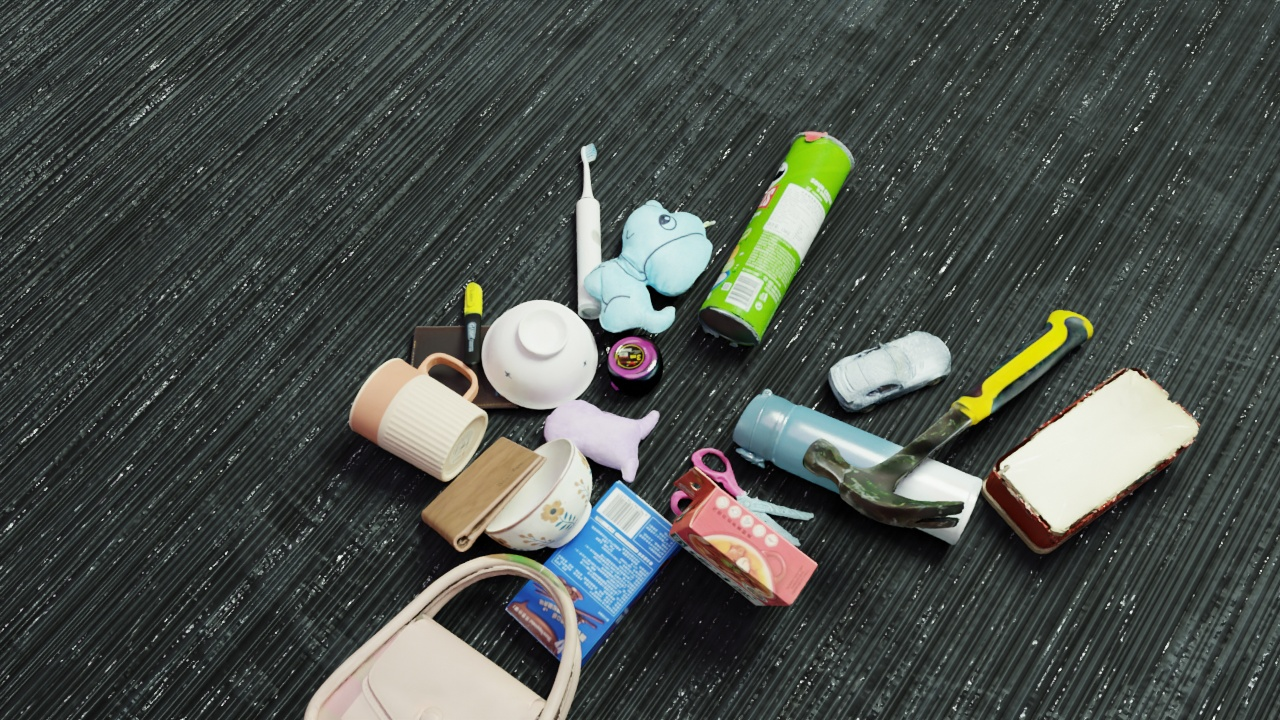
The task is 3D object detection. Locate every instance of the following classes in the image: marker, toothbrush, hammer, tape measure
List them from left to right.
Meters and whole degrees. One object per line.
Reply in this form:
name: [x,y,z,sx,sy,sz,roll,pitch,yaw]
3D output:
marker: [-0.175,-0.038,0.955,0.018,0.015,0.124,-11,44,2]
toothbrush: [-0.057,-0.147,1.006,0.026,0.026,0.220,-15,61,24]
tape measure: [-0.005,0.005,0.921,0.057,0.039,0.057,-18,59,-4]
hammer: [0.300,0.042,0.815,0.322,0.032,0.126,-31,49,-26]

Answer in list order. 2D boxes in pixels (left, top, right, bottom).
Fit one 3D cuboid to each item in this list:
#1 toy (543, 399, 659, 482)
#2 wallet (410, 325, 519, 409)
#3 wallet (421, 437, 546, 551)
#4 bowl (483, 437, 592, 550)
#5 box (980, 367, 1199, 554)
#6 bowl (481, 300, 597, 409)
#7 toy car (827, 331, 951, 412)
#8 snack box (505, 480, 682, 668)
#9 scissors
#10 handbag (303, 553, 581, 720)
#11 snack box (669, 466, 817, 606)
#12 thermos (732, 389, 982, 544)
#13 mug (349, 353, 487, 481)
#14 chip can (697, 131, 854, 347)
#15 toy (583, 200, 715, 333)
toy: [-0.042,0.069,0.896,0.108,0.039,0.083,14,53,18]
wallet: [-0.181,0.007,0.955,0.122,0.020,0.096,-2,65,9]
wallet: [-0.148,0.122,0.863,0.115,0.020,0.101,-47,26,-18]
bowl: [-0.086,0.133,0.848,0.062,0.114,0.113,47,74,-21]
box: [0.396,0.086,0.806,0.168,0.079,0.091,-33,64,-8]
bowl: [-0.098,-0.017,0.913,0.118,0.065,0.118,3,67,-8]
toy car: [0.241,0.009,0.888,0.120,0.037,0.054,-20,64,-5]
snack box: [-0.040,0.196,0.841,0.084,0.026,0.157,37,75,20]
scissors: [0.099,0.126,0.865,0.137,0.017,0.096,9,60,7]
handbag: [-0.146,0.277,0.780,0.193,0.093,0.233,28,73,18]
snack box: [0.074,0.153,0.782,0.127,0.113,0.044,38,74,4]
thermos: [0.193,0.095,0.839,0.220,0.070,0.070,22,70,17]
mug: [-0.206,0.048,0.901,0.106,0.082,0.114,29,60,10]
chip can: [0.140,-0.125,0.943,0.072,0.072,0.235,24,70,17]
toy: [0.014,-0.101,0.958,0.156,0.050,0.161,-19,61,-10]
